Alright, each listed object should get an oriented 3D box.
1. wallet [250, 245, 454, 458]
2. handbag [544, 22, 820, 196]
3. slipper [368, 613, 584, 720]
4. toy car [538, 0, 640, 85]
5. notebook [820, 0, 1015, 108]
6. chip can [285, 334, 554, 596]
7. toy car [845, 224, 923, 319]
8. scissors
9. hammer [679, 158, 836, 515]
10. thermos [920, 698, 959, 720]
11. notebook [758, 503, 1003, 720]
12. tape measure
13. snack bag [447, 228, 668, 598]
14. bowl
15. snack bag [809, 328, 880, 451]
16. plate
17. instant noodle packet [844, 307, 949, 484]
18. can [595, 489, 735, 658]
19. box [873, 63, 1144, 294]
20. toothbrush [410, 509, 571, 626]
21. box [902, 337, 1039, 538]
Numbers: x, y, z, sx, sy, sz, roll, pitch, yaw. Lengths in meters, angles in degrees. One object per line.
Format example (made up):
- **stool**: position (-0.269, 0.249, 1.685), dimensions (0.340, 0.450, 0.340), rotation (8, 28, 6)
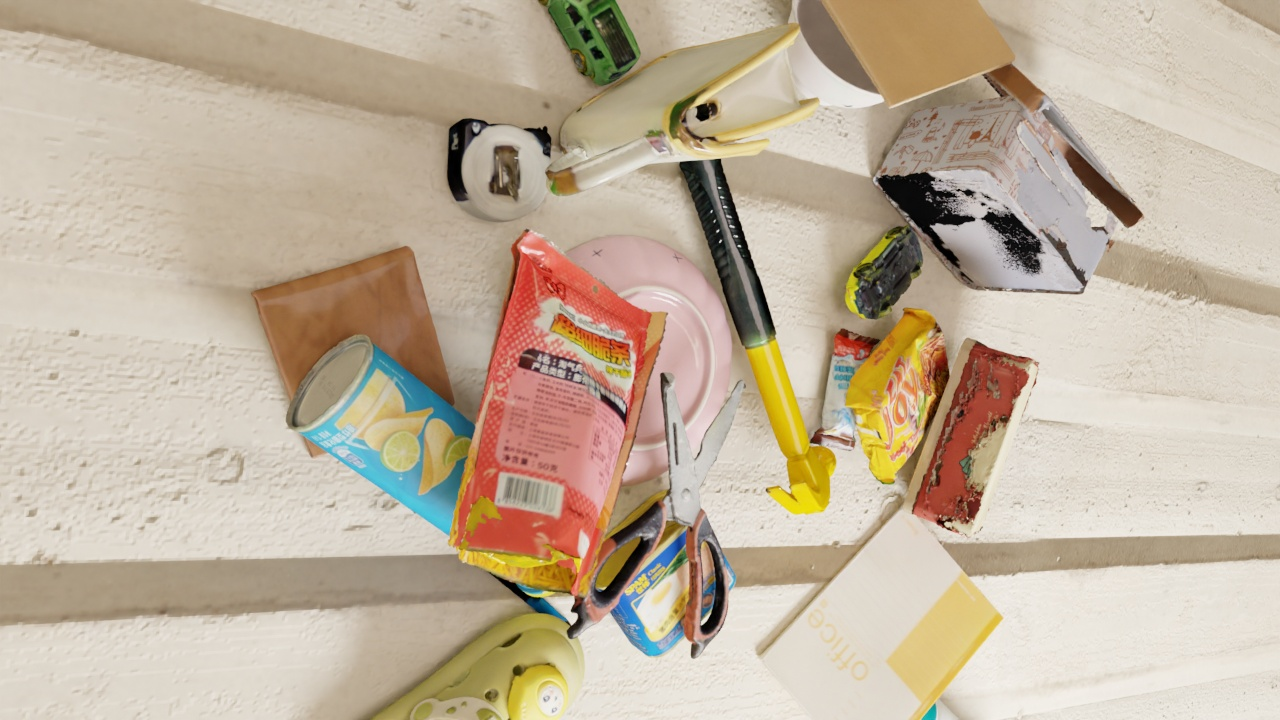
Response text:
- **wallet**: position (-0.179, -0.005, 0.588), dimensions (0.101, 0.020, 0.115), rotation (-22, 111, -25)
- **handbag**: position (0.008, -0.146, 0.594), dimensions (0.178, 0.163, 0.063), rotation (-35, 114, -20)
- **slipper**: position (-0.113, 0.257, 0.631), dimensions (0.190, 0.082, 0.092), rotation (-28, 113, -22)
- **toy car**: position (-0.034, -0.236, 0.631), dimensions (0.043, 0.036, 0.091), rotation (-41, 112, -18)
- **notebook**: position (0.189, -0.299, 0.711), dimensions (0.147, 0.008, 0.207), rotation (-25, 81, -27)
- **chip can**: position (-0.121, 0.074, 0.592), dimensions (0.210, 0.071, 0.071), rotation (45, 74, -33)
- **toy car**: position (0.212, -0.077, 0.804), dimensions (0.105, 0.032, 0.048), rotation (-44, 117, -31)
- **scissors**: position (0.028, 0.117, 0.658), dimensions (0.224, 0.015, 0.189), rotation (-53, 126, -18)
- **hammer**: position (0.093, -0.016, 0.719), dimensions (0.301, 0.033, 0.128), rotation (70, 22, -11)
- **thermos**: position (0.295, 0.383, 0.902), dimensions (0.224, 0.073, 0.073), rotation (46, 74, -27)
- **notebook**: position (0.223, 0.252, 0.836), dimensions (0.206, 0.010, 0.146), rotation (-40, 89, -20)
- **tape measure**: position (-0.094, -0.125, 0.612), dimensions (0.065, 0.034, 0.066), rotation (-2, 98, -29)
- **snack bag**: position (-0.050, 0.033, 0.577), dimensions (0.128, 0.073, 0.207), rotation (29, 61, -34)
- **bowl**: position (0.156, -0.239, 0.717), dimensions (0.118, 0.065, 0.118), rotation (7, 68, -19)
- **snack bag**: position (0.179, 0.026, 0.802), dimensions (0.048, 0.026, 0.104), rotation (12, 91, -23)
- **plate**: position (-0.004, 0.004, 0.681), dimensions (0.192, 0.039, 0.192), rotation (-5, 99, -31)
- **instant noodle packet**: position (0.228, 0.030, 0.804), dimensions (0.128, 0.044, 0.111), rotation (-48, 129, -28)
- **can**: position (0.016, 0.164, 0.708), dimensions (0.102, 0.057, 0.083), rotation (-39, 117, -21)
- **box**: position (0.332, -0.175, 0.793), dimensions (0.182, 0.150, 0.166), rotation (38, 75, -29)
- **toothbrush**: position (-0.108, 0.145, 0.655), dimensions (0.014, 0.016, 0.189), rotation (-44, 118, -6)
- **box**: position (0.307, 0.072, 0.827), dimensions (0.091, 0.078, 0.168), rotation (7, 102, -61)
